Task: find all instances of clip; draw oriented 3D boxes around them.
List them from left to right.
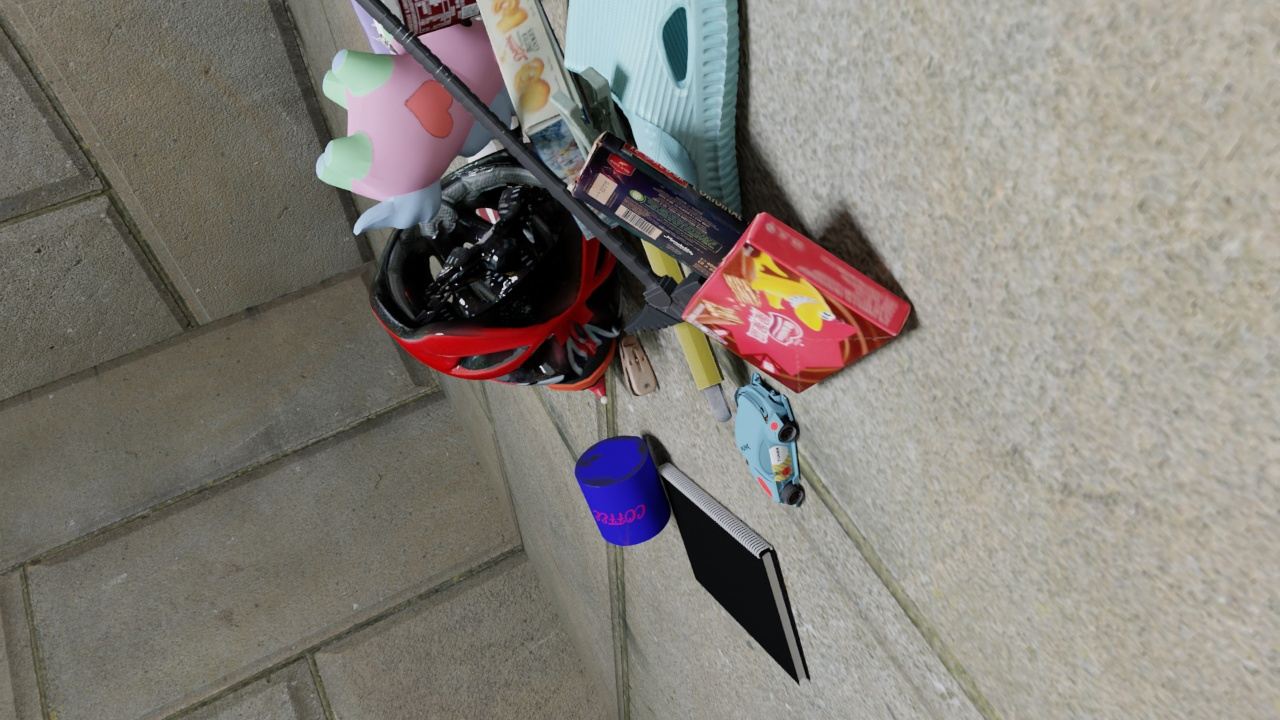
[{"bbox_3d":[-0.024,-0.131,0.527,0.023,0.047,0.076,48,173,30],"label":"clip"},{"bbox_3d":[-0.005,0.006,0.881,0.047,0.025,0.062,40,148,57],"label":"clip"}]

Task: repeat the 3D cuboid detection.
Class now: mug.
[{"bbox_3d":[-0.014,0.125,0.965,0.111,0.079,0.083,-68,-35,-51],"label":"mug"}]

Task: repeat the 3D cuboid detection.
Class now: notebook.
[{"bbox_3d":[0.084,0.197,0.881,0.207,0.016,0.149,32,144,62],"label":"notebook"}]

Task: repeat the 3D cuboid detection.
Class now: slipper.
[{"bbox_3d":[0.008,-0.161,0.536,0.116,0.069,0.277,44,153,45],"label":"slipper"}]

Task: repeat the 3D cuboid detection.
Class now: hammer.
[{"bbox_3d":[-0.084,-0.134,0.574,0.325,0.015,0.095,43,146,-19],"label":"hammer"}]

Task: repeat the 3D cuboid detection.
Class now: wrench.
[{"bbox_3d":[0.013,-0.083,0.657,0.083,0.018,0.273,-26,-84,-81],"label":"wrench"}]

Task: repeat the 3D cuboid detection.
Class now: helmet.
[{"bbox_3d":[-0.127,-0.084,0.816,0.272,0.217,0.167,38,172,46],"label":"helmet"}]

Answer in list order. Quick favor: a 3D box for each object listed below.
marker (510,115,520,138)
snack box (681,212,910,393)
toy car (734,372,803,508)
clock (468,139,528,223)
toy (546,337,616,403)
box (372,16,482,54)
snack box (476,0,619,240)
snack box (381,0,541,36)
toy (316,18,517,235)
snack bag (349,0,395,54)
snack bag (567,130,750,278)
[{"bbox_3d":[-0.138,-0.267,0.919,0.019,0.019,0.146,52,158,40],"label":"marker"},{"bbox_3d":[0.079,-0.026,0.507,0.089,0.021,0.133,32,161,-2],"label":"snack box"},{"bbox_3d":[0.088,0.065,0.664,0.060,0.027,0.108,44,153,51],"label":"toy car"},{"bbox_3d":[-0.158,-0.191,1.036,0.096,0.048,0.138,50,158,43],"label":"clock"},{"bbox_3d":[-0.070,-0.014,0.934,0.097,0.099,0.119,21,163,21],"label":"toy"},{"bbox_3d":[-0.209,-0.321,0.924,0.110,0.103,0.130,40,152,56],"label":"box"},{"bbox_3d":[-0.062,-0.184,0.659,0.145,0.042,0.144,58,-170,-65],"label":"snack box"},{"bbox_3d":[-0.140,-0.297,0.708,0.072,0.121,0.072,56,161,29],"label":"snack box"},{"bbox_3d":[-0.180,-0.208,0.785,0.120,0.171,0.222,-7,79,62],"label":"toy"},{"bbox_3d":[-0.264,-0.391,1.018,0.058,0.096,0.205,13,-127,-82],"label":"snack bag"},{"bbox_3d":[0.033,-0.071,0.525,0.155,0.018,0.075,31,163,-8],"label":"snack bag"}]
